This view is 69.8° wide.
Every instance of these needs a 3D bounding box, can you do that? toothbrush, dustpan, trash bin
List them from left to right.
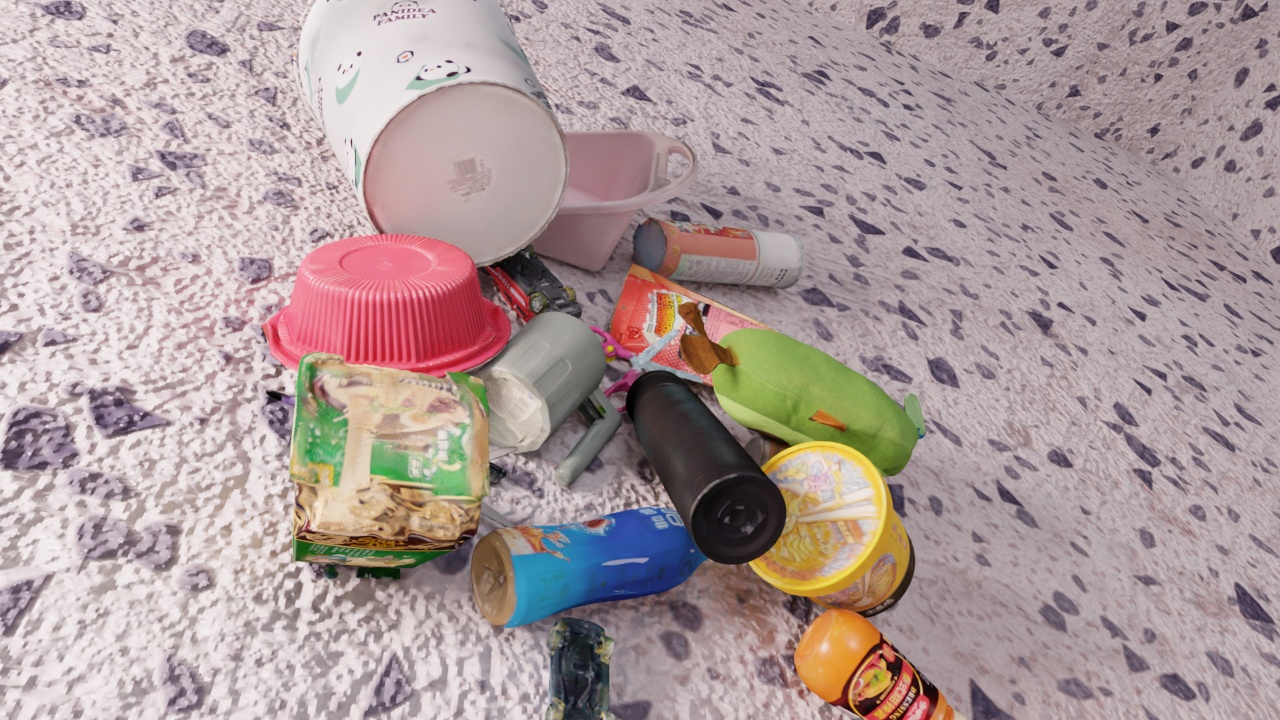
[{"bbox_3d":[-0.192,0.058,0.695,0.189,0.014,0.016,21,47,-10],"label":"toothbrush"},{"bbox_3d":[-0.191,-0.229,0.866,0.229,0.230,0.251,4,38,-32],"label":"trash bin"},{"bbox_3d":[-0.085,-0.218,1.023,0.273,0.139,0.222,20,35,-13],"label":"dustpan"}]

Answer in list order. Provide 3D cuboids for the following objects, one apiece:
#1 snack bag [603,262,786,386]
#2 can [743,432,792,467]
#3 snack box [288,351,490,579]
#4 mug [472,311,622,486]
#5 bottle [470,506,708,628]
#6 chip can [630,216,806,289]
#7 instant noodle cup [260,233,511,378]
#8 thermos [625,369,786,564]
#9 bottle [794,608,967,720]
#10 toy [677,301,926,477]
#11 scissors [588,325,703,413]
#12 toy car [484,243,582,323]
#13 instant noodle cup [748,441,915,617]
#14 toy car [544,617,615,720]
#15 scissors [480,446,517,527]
[{"bbox_3d":[0.070,-0.019,0.944,0.208,0.073,0.128,21,48,-3],"label":"snack bag"},{"bbox_3d":[0.150,0.108,0.832,0.116,0.059,0.058,19,35,-13],"label":"can"},{"bbox_3d":[-0.170,0.074,0.583,0.118,0.106,0.117,11,56,-26],"label":"snack box"},{"bbox_3d":[-0.074,0.033,0.764,0.124,0.084,0.103,53,34,-9],"label":"mug"},{"bbox_3d":[-0.013,0.142,0.665,0.218,0.065,0.065,-1,44,-37],"label":"bottle"},{"bbox_3d":[0.095,-0.125,1.090,0.214,0.071,0.071,0,43,-35],"label":"chip can"},{"bbox_3d":[-0.200,-0.050,0.731,0.194,0.066,0.193,3,28,-2],"label":"instant noodle cup"},{"bbox_3d":[0.051,0.073,0.725,0.090,0.068,0.242,18,13,-16],"label":"thermos"},{"bbox_3d":[0.187,0.248,0.677,0.149,0.067,0.066,37,34,1],"label":"bottle"},{"bbox_3d":[0.136,0.030,0.794,0.246,0.090,0.226,27,10,-3],"label":"toy"},{"bbox_3d":[-0.005,0.006,0.867,0.133,0.017,0.133,17,49,0],"label":"scissors"},{"bbox_3d":[-0.109,-0.072,0.895,0.052,0.045,0.120,-15,58,-49],"label":"toy car"},{"bbox_3d":[0.153,0.140,0.719,0.114,0.118,0.118,43,17,-45],"label":"instant noodle cup"},{"bbox_3d":[-0.041,0.208,0.586,0.043,0.034,0.090,18,37,-19],"label":"toy car"},{"bbox_3d":[-0.167,0.081,0.668,0.176,0.012,0.161,41,42,8],"label":"scissors"}]
